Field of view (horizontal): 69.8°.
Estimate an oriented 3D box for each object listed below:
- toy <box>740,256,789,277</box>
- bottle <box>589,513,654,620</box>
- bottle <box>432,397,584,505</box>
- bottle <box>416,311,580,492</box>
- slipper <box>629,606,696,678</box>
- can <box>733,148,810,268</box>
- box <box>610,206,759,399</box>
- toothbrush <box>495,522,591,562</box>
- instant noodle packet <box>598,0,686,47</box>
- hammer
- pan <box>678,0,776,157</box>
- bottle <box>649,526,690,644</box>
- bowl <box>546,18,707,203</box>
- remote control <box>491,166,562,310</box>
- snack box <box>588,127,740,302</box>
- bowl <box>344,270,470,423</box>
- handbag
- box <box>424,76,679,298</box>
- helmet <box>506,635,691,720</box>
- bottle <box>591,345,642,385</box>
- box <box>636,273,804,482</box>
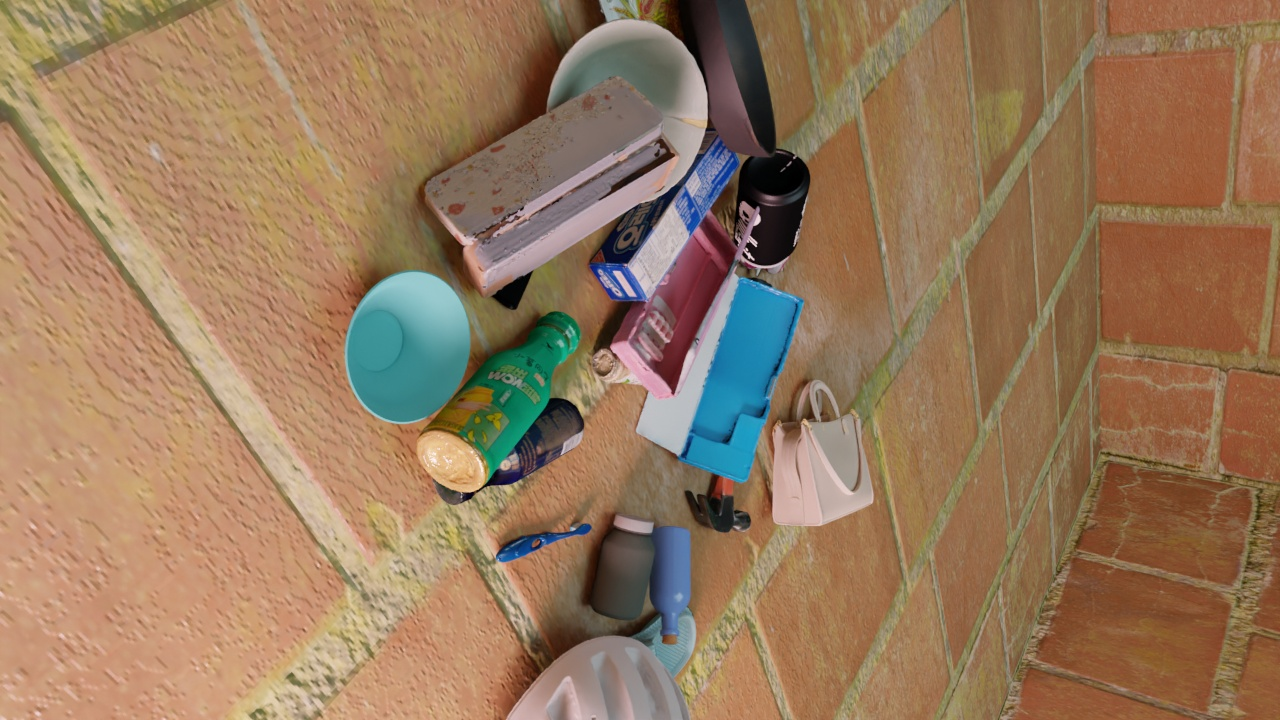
[{"bbox_3d":[0.171,-0.141,1.190,0.102,0.050,0.065,-8,109,-46],"label":"toy"},{"bbox_3d":[-0.018,0.227,1.015,0.060,0.060,0.108,16,86,-53],"label":"bottle"},{"bbox_3d":[-0.120,0.084,0.851,0.160,0.056,0.056,-27,119,-47],"label":"bottle"},{"bbox_3d":[-0.115,0.026,0.818,0.209,0.068,0.068,-55,138,-48],"label":"bottle"},{"bbox_3d":[-0.004,0.368,1.062,0.275,0.070,0.116,-18,115,-50],"label":"slipper"},{"bbox_3d":[0.153,-0.178,1.088,0.080,0.080,0.146,-62,166,-23],"label":"can"},{"bbox_3d":[0.068,-0.075,0.986,0.099,0.099,0.231,49,49,-26],"label":"box"},{"bbox_3d":[-0.099,0.184,0.938,0.132,0.016,0.021,-8,104,-49],"label":"toothbrush"},{"bbox_3d":[0.000,-0.375,0.905,0.146,0.057,0.269,-55,135,-40],"label":"instant noodle packet"},{"bbox_3d":[0.129,0.058,1.195,0.133,0.033,0.333,16,84,-52],"label":"hammer"},{"bbox_3d":[0.068,-0.352,0.928,0.356,0.043,0.248,48,34,-54],"label":"pan"},{"bbox_3d":[0.034,0.262,1.065,0.048,0.048,0.131,36,48,-50],"label":"bottle"},{"bbox_3d":[-0.024,-0.238,0.884,0.174,0.068,0.174,-13,115,-28],"label":"bowl"},{"bbox_3d":[-0.103,-0.118,0.857,0.045,0.021,0.140,39,66,-51],"label":"remote control"},{"bbox_3d":[0.031,-0.161,0.991,0.225,0.059,0.059,-58,135,-28],"label":"snack box"},{"bbox_3d":[-0.198,-0.013,0.736,0.120,0.046,0.121,-16,110,-50],"label":"bowl"},{"bbox_3d":[0.261,0.128,1.342,0.194,0.101,0.198,-5,90,-52],"label":"handbag"},{"bbox_3d":[-0.071,-0.146,0.812,0.216,0.095,0.108,-35,148,-18],"label":"box"},{"bbox_3d":[-0.045,0.427,0.939,0.224,0.184,0.281,32,65,-47],"label":"helmet"},{"bbox_3d":[-0.006,0.006,0.995,0.109,0.043,0.042,6,93,-53],"label":"bottle"},{"bbox_3d":[0.091,0.007,1.121,0.174,0.064,0.243,25,76,-22],"label":"box"}]
